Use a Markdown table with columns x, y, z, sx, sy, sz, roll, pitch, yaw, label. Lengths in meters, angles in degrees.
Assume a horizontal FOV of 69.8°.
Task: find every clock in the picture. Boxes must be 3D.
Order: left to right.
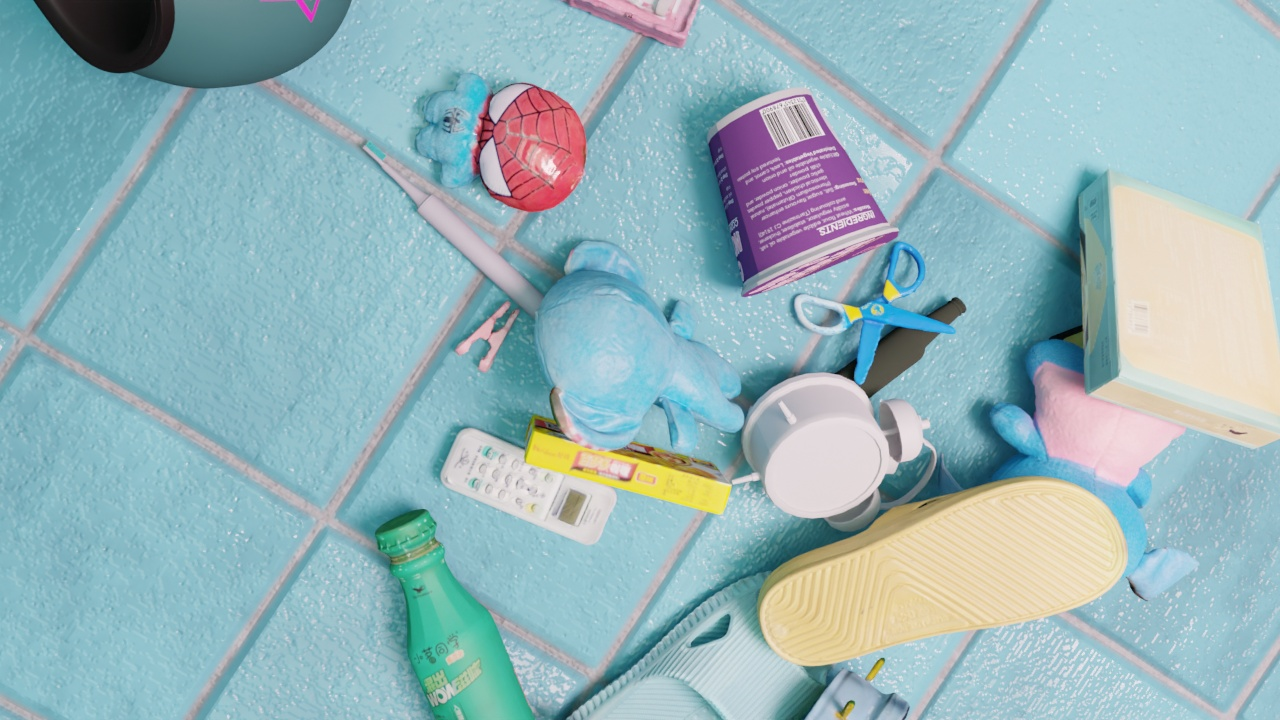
| x | y | z | sx | sy | sz | roll | pitch | yaw | label |
| --- | --- | --- | --- | --- | --- | --- | --- | --- | --- |
| 0.143 | 0.308 | 0.701 | 0.060 | 0.118 | 0.162 | 35 | 107 | 23 | clock |
| 0.152 | 0.072 | 0.706 | 0.159 | 0.061 | 0.120 | 16 | 118 | -19 | clock |

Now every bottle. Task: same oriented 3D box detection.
| x | y | z | sx | sy | sz | roll | pitch | yaw | label |
| --- | --- | --- | --- | --- | --- | --- | --- | --- | --- |
| -0.140 | 0.215 | 0.692 | 0.068 | 0.068 | 0.210 | -22 | 97 | -4 | bottle |
| 0.207 | -0.009 | 0.731 | 0.123 | 0.033 | 0.033 | -37 | 97 | -3 | bottle |

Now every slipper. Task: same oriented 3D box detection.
| x | y | z | sx | sy | sz | roll | pitch | yaw | label |
| --- | --- | --- | --- | --- | --- | --- | --- | --- | --- |
| 0.049 | 0.265 | 0.719 | 0.276 | 0.069 | 0.116 | -34 | 94 | -2 | slipper |
| 0.213 | 0.152 | 0.684 | 0.264 | 0.078 | 0.099 | -22 | 93 | 12 | slipper |

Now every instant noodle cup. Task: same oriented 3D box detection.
| x | y | z | sx | sy | sz | roll | pitch | yaw | label |
| --- | --- | --- | --- | --- | --- | --- | --- | --- | --- |
| 0.115 | -0.128 | 0.681 | 0.136 | 0.122 | 0.122 | -20 | 86 | -32 | instant noodle cup |

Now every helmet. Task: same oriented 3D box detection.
| x | y | z | sx | sy | sz | roll | pitch | yaw | label |
| --- | --- | --- | --- | --- | --- | --- | --- | --- | --- |
| -0.285 | -0.314 | 0.570 | 0.177 | 0.199 | 0.275 | -8 | 115 | 37 | helmet |

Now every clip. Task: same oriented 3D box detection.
| x | y | z | sx | sy | sz | roll | pitch | yaw | label |
| --- | --- | --- | --- | --- | --- | --- | --- | --- | --- |
| -0.112 | -0.015 | 0.701 | 0.059 | 0.023 | 0.045 | -28 | 102 | -2 | clip |

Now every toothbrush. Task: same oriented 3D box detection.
| x | y | z | sx | sy | sz | roll | pitch | yaw | label |
| --- | --- | --- | --- | --- | --- | --- | --- | --- | --- |
| -0.137 | -0.096 | 0.693 | 0.188 | 0.018 | 0.019 | 43 | 87 | -8 | toothbrush |

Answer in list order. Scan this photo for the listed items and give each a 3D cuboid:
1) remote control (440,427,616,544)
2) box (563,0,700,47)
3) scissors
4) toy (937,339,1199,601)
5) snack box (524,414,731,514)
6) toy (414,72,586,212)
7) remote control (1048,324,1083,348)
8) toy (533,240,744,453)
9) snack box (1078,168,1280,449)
| x | y | z | sx | sy | sz | roll | pitch | yaw | label |
| --- | --- | --- | --- | --- | --- | --- | --- | --- | --- |
| -0.086 | 0.097 | 0.712 | 0.133 | 0.022 | 0.050 | 24 | 91 | -8 | remote control |
| -0.044 | -0.354 | 0.673 | 0.232 | 0.040 | 0.179 | 21 | 96 | -7 | box |
| 0.184 | -0.040 | 0.721 | 0.126 | 0.013 | 0.125 | 13 | 73 | 14 | scissors |
| 0.353 | 0.093 | 0.720 | 0.224 | 0.099 | 0.191 | 22 | 91 | 2 | toy |
| -0.012 | 0.077 | 0.692 | 0.152 | 0.075 | 0.025 | 16 | 94 | -7 | snack box |
| -0.101 | -0.161 | 0.673 | 0.133 | 0.062 | 0.092 | 15 | 85 | 4 | toy |
| 0.410 | -0.015 | 0.763 | 0.133 | 0.013 | 0.058 | -21 | 96 | -4 | remote control |
| -0.004 | 0.004 | 0.682 | 0.180 | 0.183 | 0.115 | 28 | 134 | -29 | toy |
| 0.412 | -0.043 | 0.701 | 0.141 | 0.044 | 0.193 | 17 | 60 | -7 | snack box |
